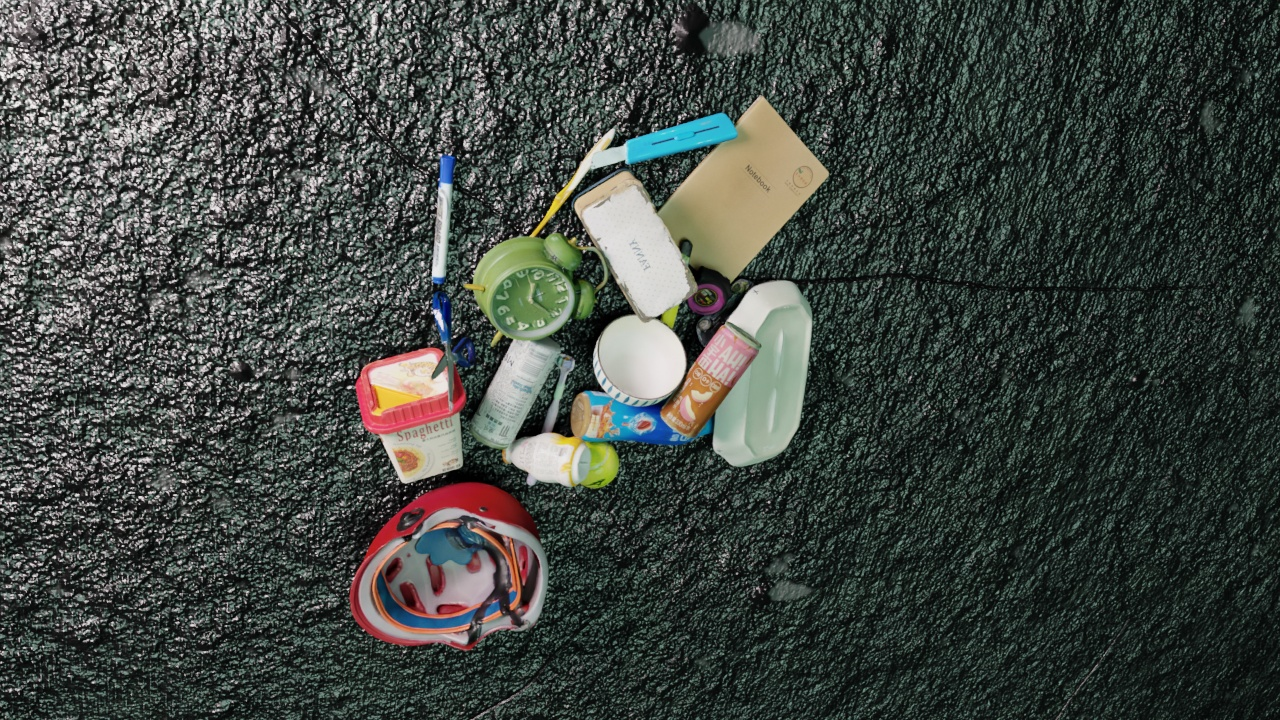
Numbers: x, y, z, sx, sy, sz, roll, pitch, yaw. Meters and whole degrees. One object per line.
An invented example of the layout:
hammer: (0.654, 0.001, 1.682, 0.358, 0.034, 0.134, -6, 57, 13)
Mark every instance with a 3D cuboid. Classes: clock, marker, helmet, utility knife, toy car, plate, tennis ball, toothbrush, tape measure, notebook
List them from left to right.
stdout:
marker: (-0.222, -0.157, 1.034, 0.017, 0.017, 0.146, 0, 114, -22)
helmet: (-0.235, 0.246, 1.153, 0.240, 0.143, 0.207, -16, 119, 2)
clock: (-0.115, -0.085, 1.057, 0.161, 0.056, 0.116, -23, 131, -5)
toothbrush: (-0.119, 0.081, 1.187, 0.021, 0.029, 0.189, -17, 129, -57)
toothbrush: (-0.092, -0.195, 1.068, 0.018, 0.016, 0.191, 36, 98, -22)
tennis ball: (-0.061, 0.135, 1.208, 0.065, 0.065, 0.065, -9, 117, -18)
utility knife: (0.026, -0.254, 1.073, 0.187, 0.018, 0.034, -19, 95, -17)
marker: (0.045, -0.095, 1.166, 0.018, 0.015, 0.124, 5, 115, -19)
tape measure: (0.084, -0.089, 1.167, 0.057, 0.039, 0.058, 23, 128, -18)
toy car: (0.114, -0.060, 1.203, 0.105, 0.031, 0.049, -47, 123, -4)
notebook: (0.125, -0.204, 1.153, 0.208, 0.008, 0.148, -47, 121, 6)
plate: (0.174, 0.025, 1.232, 0.161, 0.034, 0.266, -10, 114, -36)

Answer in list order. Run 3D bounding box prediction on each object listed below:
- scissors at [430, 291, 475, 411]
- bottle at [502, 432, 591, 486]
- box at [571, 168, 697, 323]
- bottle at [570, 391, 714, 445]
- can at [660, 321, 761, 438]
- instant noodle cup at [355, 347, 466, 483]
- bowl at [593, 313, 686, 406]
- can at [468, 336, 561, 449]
scissors: (-0.216, -0.015, 1.032, 0.012, 0.163, 0.160, -19, 84, 7)
bottle: (-0.120, 0.122, 1.159, 0.108, 0.063, 0.063, 8, 117, 18)
box: (-0.009, -0.140, 1.092, 0.090, 0.061, 0.184, -29, 115, 0)
bottle: (0.018, 0.079, 1.214, 0.218, 0.065, 0.065, 5, 112, -24)
can: (0.087, 0.025, 1.148, 0.058, 0.058, 0.147, 29, 104, -30)
instant noodle cup: (-0.261, 0.068, 1.078, 0.116, 0.116, 0.124, -16, 130, -14)
bowl: (-0.007, 0.007, 1.156, 0.116, 0.116, 0.066, -3, 158, -20)
can: (-0.155, 0.034, 1.128, 0.058, 0.058, 0.147, 22, 105, -29)
